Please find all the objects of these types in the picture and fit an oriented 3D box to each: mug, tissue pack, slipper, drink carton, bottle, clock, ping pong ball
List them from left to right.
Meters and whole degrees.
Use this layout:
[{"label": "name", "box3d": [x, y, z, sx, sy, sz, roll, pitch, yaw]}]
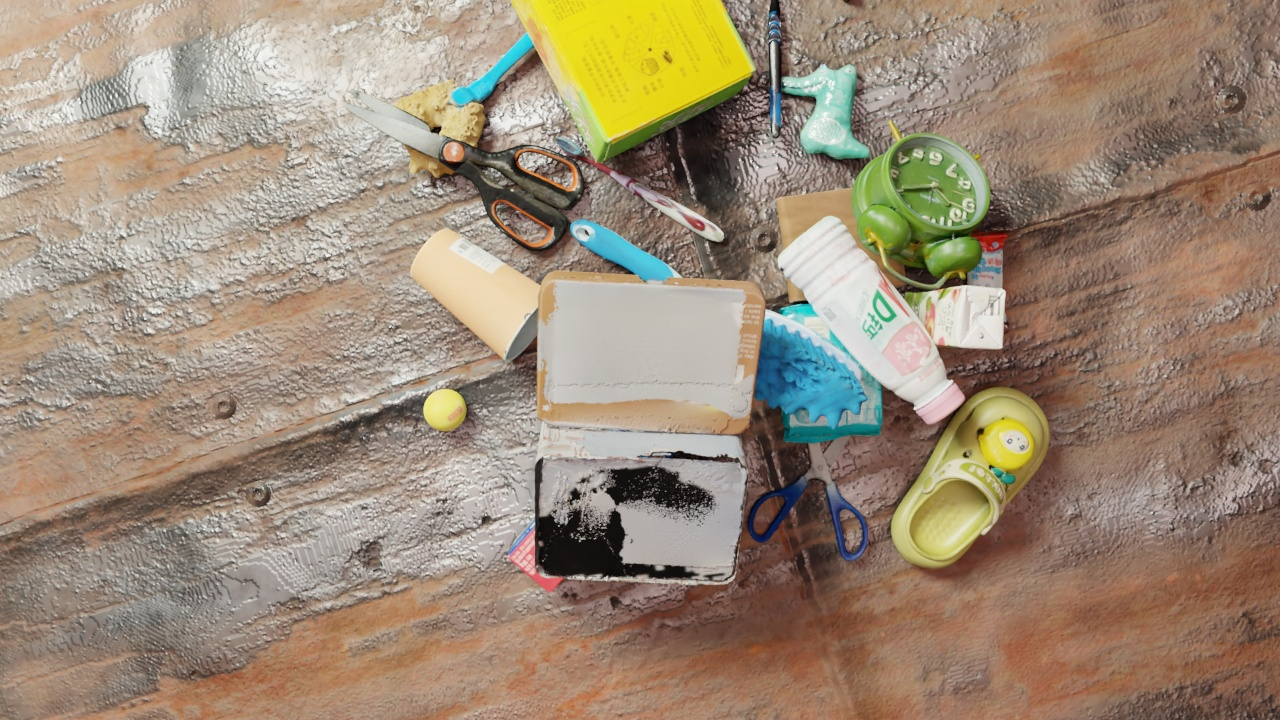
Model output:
[{"label": "ping pong ball", "box3d": [-0.187, 0.048, 0.880, 0.040, 0.040, 0.040, 0, 92, 2]}, {"label": "mug", "box3d": [-0.149, -0.066, 0.859, 0.123, 0.078, 0.078, 37, 93, 4]}, {"label": "tissue pack", "box3d": [0.177, 0.011, 0.857, 0.093, 0.050, 0.133, -2, 88, 2]}, {"label": "bottle", "box3d": [0.203, -0.032, 0.799, 0.068, 0.068, 0.197, -38, 85, 3]}, {"label": "clock", "box3d": [0.250, -0.132, 0.815, 0.116, 0.056, 0.161, 18, 64, -6]}, {"label": "drink carton", "box3d": [0.277, -0.037, 0.818, 0.045, 0.122, 0.053, 4, 91, -6]}, {"label": "slipper", "box3d": [0.310, 0.116, 0.846, 0.091, 0.081, 0.190, 34, 96, -2]}]

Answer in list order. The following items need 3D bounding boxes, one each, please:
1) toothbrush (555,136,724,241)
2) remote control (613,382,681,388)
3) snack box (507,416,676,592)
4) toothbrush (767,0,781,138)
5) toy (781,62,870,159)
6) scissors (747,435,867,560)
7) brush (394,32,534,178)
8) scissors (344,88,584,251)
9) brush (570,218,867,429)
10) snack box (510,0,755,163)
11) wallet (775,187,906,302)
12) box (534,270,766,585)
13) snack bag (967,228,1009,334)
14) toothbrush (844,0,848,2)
[{"label": "toothbrush", "box3d": [-0.001, -0.164, 0.875, 0.187, 0.017, 0.016, 31, 94, 1]}, {"label": "remote control", "box3d": [-0.005, 0.005, 0.841, 0.135, 0.019, 0.056, 21, 90, 42]}, {"label": "snack box", "box3d": [-0.038, 0.121, 0.870, 0.058, 0.057, 0.207, 41, 93, -3]}, {"label": "toothbrush", "box3d": [0.125, -0.302, 0.858, 0.014, 0.016, 0.189, 0, 88, 12]}, {"label": "toy", "box3d": [0.173, -0.236, 0.861, 0.096, 0.030, 0.092, 9, 88, 9]}, {"label": "scissors", "box3d": [0.170, 0.118, 0.884, 0.174, 0.012, 0.162, -35, 87, 3]}, {"label": "brush", "box3d": [-0.132, -0.273, 0.865, 0.254, 0.046, 0.083, -43, 89, -2]}, {"label": "scissors", "box3d": [-0.164, -0.170, 0.839, 0.234, 0.022, 0.148, 2, 103, -19]}, {"label": "brush", "box3d": [0.057, -0.043, 0.819, 0.314, 0.109, 0.061, 27, 118, 8]}, {"label": "snack box", "box3d": [-0.016, -0.308, 0.829, 0.157, 0.070, 0.210, -28, 92, -10]}, {"label": "wallet", "box3d": [0.191, -0.112, 0.871, 0.115, 0.020, 0.101, -9, 94, 0]}, {"label": "box", "box3d": [0.002, 0.056, 0.754, 0.177, 0.082, 0.260, 3, 116, -2]}, {"label": "snack bag", "box3d": [0.323, -0.074, 0.863, 0.045, 0.026, 0.105, -2, 95, -1]}, {"label": "toothbrush", "box3d": [0.141, -0.428, 0.854, 0.026, 0.027, 0.212, -32, 92, -12]}]
